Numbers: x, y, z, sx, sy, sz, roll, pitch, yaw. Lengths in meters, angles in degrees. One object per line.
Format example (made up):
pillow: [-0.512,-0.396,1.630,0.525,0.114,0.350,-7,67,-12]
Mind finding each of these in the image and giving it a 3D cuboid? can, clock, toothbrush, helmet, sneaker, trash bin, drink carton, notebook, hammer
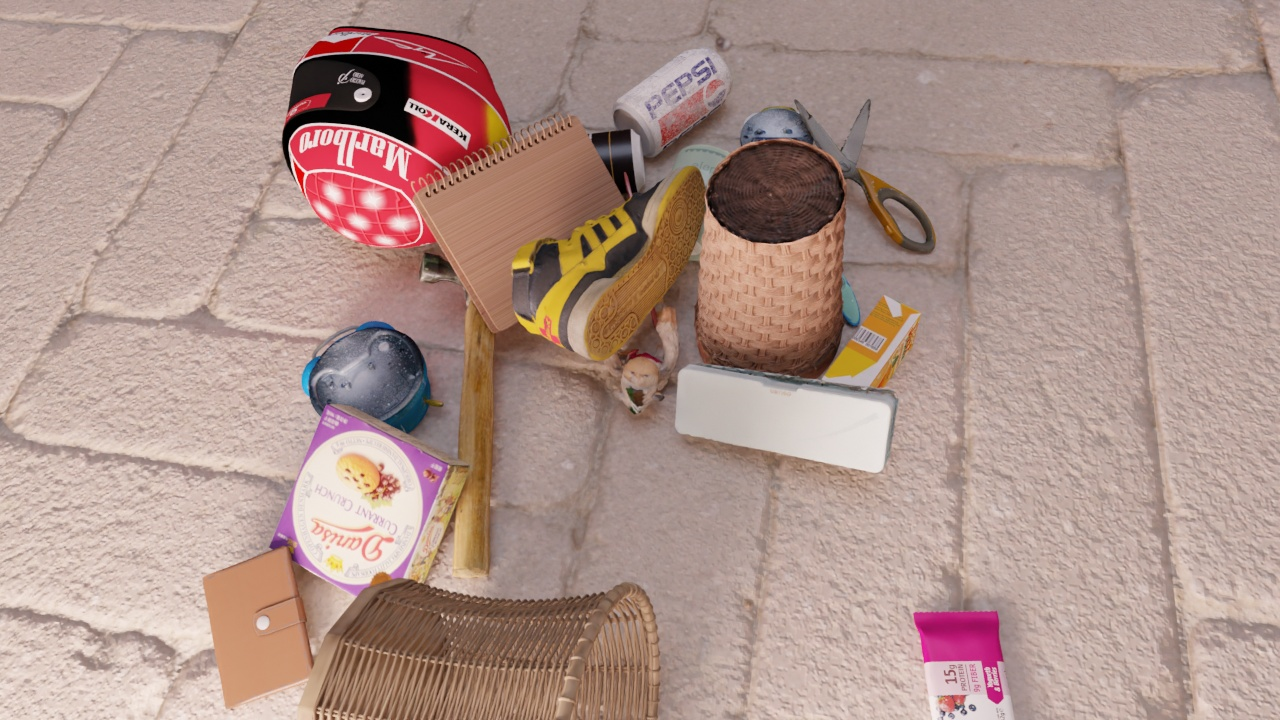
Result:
can: [-0.062,-0.223,1.052,0.128,0.072,0.071,-5,57,4]
clock: [0.157,-0.252,1.051,0.083,0.057,0.117,3,58,10]
clock: [-0.280,0.017,0.937,0.116,0.060,0.161,-37,59,-14]
can: [0.038,-0.308,1.089,0.136,0.078,0.078,-40,62,-17]
toothbrush: [0.202,-0.091,0.967,0.022,0.017,0.135,-12,57,-9]
helmet: [-0.277,-0.235,1.010,0.271,0.198,0.224,13,56,8]
sneaker: [-0.034,-0.107,0.907,0.122,0.086,0.237,16,57,30]
trash bin: [0.119,-0.083,0.858,0.151,0.210,0.151,-4,57,6]
drink carton: [0.221,-0.001,0.882,0.041,0.058,0.122,30,66,23]
toothbrush: [0.003,-0.122,0.987,0.015,0.015,0.184,-11,73,-5]
notebook: [-0.111,-0.151,0.954,0.209,0.022,0.169,-35,100,-31]
hammer: [-0.158,0.046,0.900,0.132,0.033,0.329,9,62,-22]

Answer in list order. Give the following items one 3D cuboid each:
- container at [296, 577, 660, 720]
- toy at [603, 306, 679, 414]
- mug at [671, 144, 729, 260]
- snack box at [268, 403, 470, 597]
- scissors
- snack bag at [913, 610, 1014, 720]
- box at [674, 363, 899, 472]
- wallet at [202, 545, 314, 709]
container: [-0.111,0.266,0.668,0.196,0.227,0.226,3,58,17]
toy: [-0.005,0.005,0.898,0.085,0.074,0.105,2,52,7]
mug: [0.076,-0.161,0.998,0.111,0.084,0.103,23,70,-12]
snack box: [-0.246,0.133,0.834,0.143,0.040,0.148,22,91,20]
scissors: [0.214,-0.186,0.988,0.225,0.016,0.225,-33,78,-13]
snack bag: [0.261,0.293,0.716,0.070,0.016,0.196,-3,58,7]
box: [0.128,0.051,0.832,0.199,0.070,0.085,8,75,24]
wallet: [-0.338,0.235,0.810,0.087,0.013,0.121,-21,72,3]
